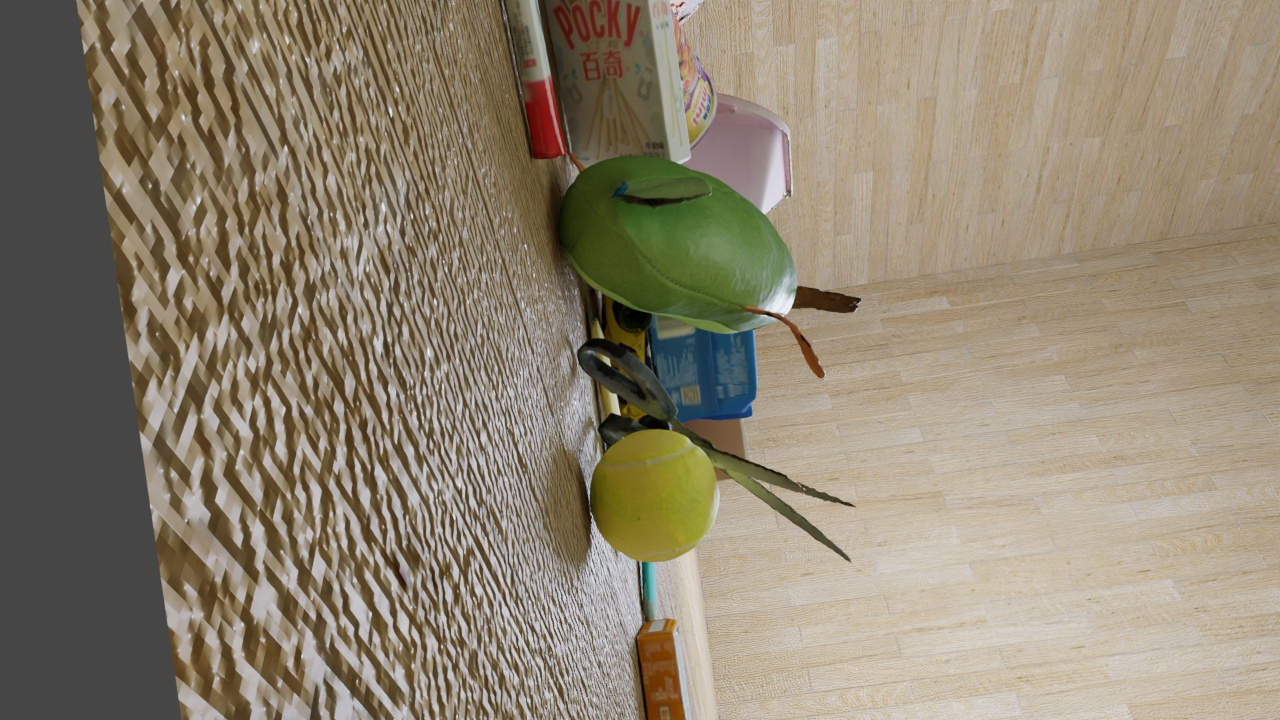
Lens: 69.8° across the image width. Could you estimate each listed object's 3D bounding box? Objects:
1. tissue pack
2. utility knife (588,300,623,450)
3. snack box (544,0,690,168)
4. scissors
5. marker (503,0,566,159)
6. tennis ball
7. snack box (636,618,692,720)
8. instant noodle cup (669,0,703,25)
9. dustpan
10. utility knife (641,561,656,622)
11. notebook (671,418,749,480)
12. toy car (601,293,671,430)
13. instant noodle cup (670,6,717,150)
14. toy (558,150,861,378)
[{"bbox_3d":[0.041,-0.019,0.722,0.052,0.095,0.157,-100,-178,-63],"label":"tissue pack"},{"bbox_3d":[-0.015,0.041,0.574,0.031,0.018,0.165,92,-9,-84],"label":"utility knife"},{"bbox_3d":[-0.018,-0.202,0.588,0.026,0.085,0.157,-35,124,-44],"label":"snack box"},{"bbox_3d":[0.030,0.047,0.480,0.174,0.014,0.160,50,-27,-7],"label":"scissors"},{"bbox_3d":[-0.054,-0.163,0.409,0.017,0.017,0.145,-90,172,-68],"label":"marker"},{"bbox_3d":[0.007,0.067,0.457,0.065,0.065,0.065,-6,88,-87],"label":"tennis ball"},{"bbox_3d":[0.023,0.254,0.609,0.075,0.026,0.153,61,20,-80],"label":"snack box"},{"bbox_3d":[0.012,-0.325,0.756,0.079,0.164,0.189,46,-26,0],"label":"instant noodle cup"},{"bbox_3d":[0.069,-0.243,1.040,0.272,0.222,0.139,-69,163,-69],"label":"dustpan"},{"bbox_3d":[0.004,0.121,0.734,0.205,0.013,0.029,-91,171,-47],"label":"utility knife"},{"bbox_3d":[0.045,0.023,0.943,0.148,0.008,0.207,-18,-103,50],"label":"notebook"},{"bbox_3d":[-0.004,0.004,0.649,0.071,0.041,0.156,-87,167,-74],"label":"toy car"},{"bbox_3d":[-0.005,-0.212,0.679,0.099,0.112,0.111,56,25,-65],"label":"instant noodle cup"},{"bbox_3d":[0.033,-0.066,0.558,0.090,0.227,0.246,-58,154,14],"label":"toy"}]
